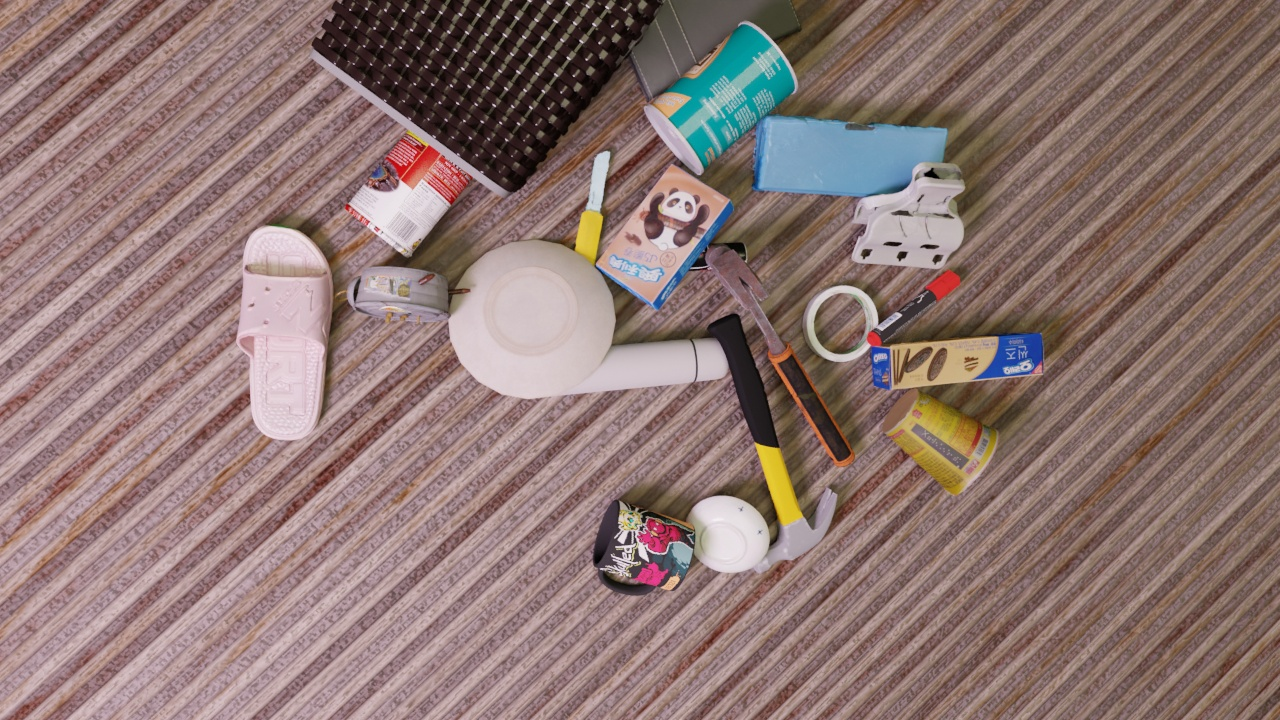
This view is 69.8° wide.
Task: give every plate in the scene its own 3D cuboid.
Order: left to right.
[{"bbox_3d":[-0.123,-0.052,1.035,0.188,0.027,0.188,1,75,-3],"label":"plate"},{"bbox_3d":[0.102,0.215,1.103,0.104,0.026,0.104,5,110,14],"label":"plate"}]

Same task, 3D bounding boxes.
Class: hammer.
[{"bbox_3d":[0.149,0.095,1.097,0.127,0.029,0.324,-23,109,-10],"label":"hammer"},{"bbox_3d":[0.177,0.009,1.071,0.035,0.137,0.314,-33,114,4],"label":"hammer"}]

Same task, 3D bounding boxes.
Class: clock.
[{"bbox_3d":[-0.272,-0.070,1.009,0.148,0.104,0.056,2,83,19],"label":"clock"}]

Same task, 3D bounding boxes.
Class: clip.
[{"bbox_3d":[0.329,-0.184,1.107,0.126,0.099,0.153,1,131,-11],"label":"clip"}]

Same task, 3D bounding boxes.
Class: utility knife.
[{"bbox_3d":[-0.060,-0.137,1.075,0.030,0.019,0.217,9,98,-16],"label":"utility knife"}]

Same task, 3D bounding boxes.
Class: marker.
[{"bbox_3d":[0.338,-0.064,1.139,0.144,0.021,0.023,-35,77,-15],"label":"marker"}]

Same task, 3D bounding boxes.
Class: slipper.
[{"bbox_3d":[-0.388,-0.028,1.003,0.094,0.064,0.239,1,96,-10],"label":"slipper"}]

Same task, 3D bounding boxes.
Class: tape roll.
[{"bbox_3d":[0.248,-0.046,1.137,0.093,0.018,0.094,-1,94,-11],"label":"tape roll"}]

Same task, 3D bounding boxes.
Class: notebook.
[{"bbox_3d":[0.066,-0.423,1.071,0.209,0.029,0.169,-27,100,-10],"label":"notebook"}]

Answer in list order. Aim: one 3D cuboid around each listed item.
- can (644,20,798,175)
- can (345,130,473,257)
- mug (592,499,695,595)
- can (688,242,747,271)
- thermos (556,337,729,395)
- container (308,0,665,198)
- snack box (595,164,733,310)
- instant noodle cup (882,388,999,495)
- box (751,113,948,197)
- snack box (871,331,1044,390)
[{"bbox_3d":[0.091,-0.296,1.040,0.144,0.099,0.099,-41,100,1],"label":"can"},{"bbox_3d":[-0.252,-0.184,1.003,0.086,0.087,0.116,39,87,-11],"label":"can"},{"bbox_3d":[-0.003,0.232,1.090,0.098,0.081,0.118,20,118,-11],"label":"mug"},{"bbox_3d":[0.084,-0.124,1.095,0.080,0.031,0.031,-4,95,-10],"label":"can"},{"bbox_3d":[-0.006,0.006,1.078,0.224,0.052,0.052,-5,95,-10],"label":"thermos"},{"bbox_3d":[-0.148,-0.331,0.921,0.245,0.247,0.244,36,98,-11],"label":"container"},{"bbox_3d":[0.028,-0.143,1.064,0.087,0.034,0.151,36,88,20],"label":"snack box"},{"bbox_3d":[0.366,0.092,1.136,0.112,0.100,0.100,36,88,0],"label":"instant noodle cup"},{"bbox_3d":[0.251,-0.247,1.116,0.231,0.054,0.093,0,111,-10],"label":"box"},{"bbox_3d":[0.396,-0.002,1.147,0.206,0.056,0.057,-6,94,-10],"label":"snack box"}]
